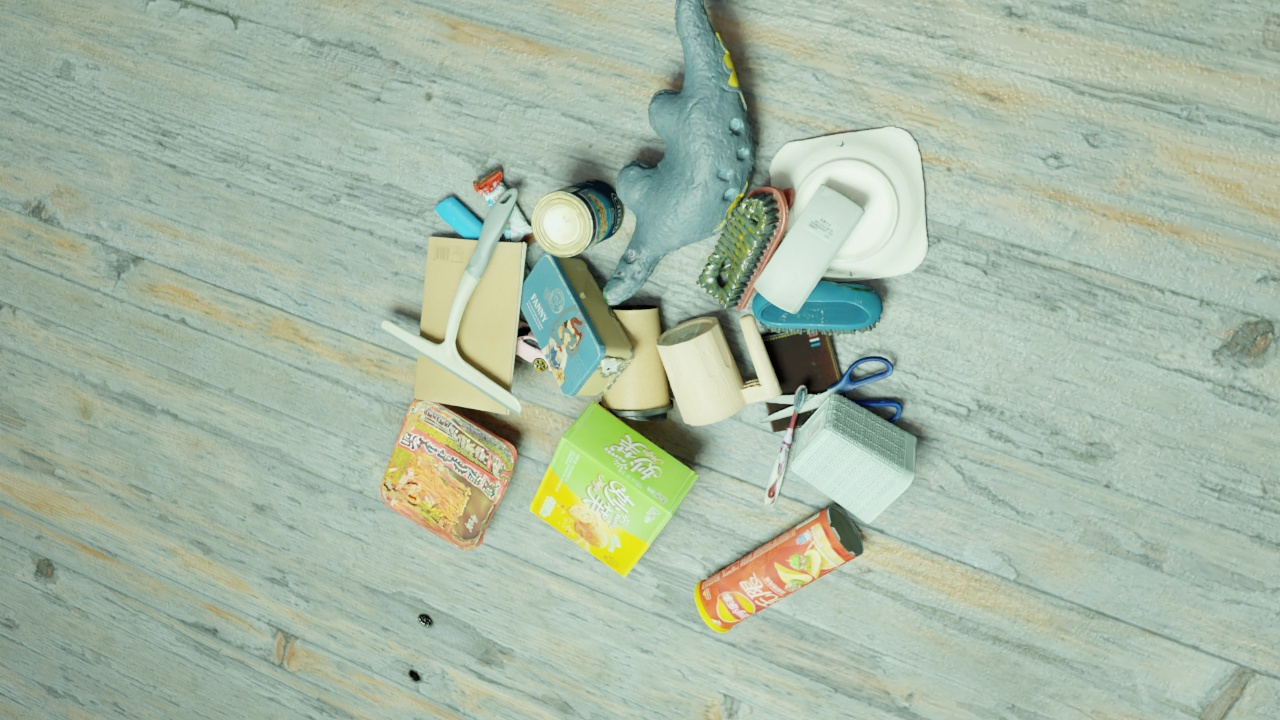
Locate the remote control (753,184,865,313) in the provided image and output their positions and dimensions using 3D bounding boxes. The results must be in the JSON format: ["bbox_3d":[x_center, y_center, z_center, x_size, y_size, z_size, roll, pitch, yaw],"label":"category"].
[{"bbox_3d":[0.178,-0.117,0.977,0.056,0.019,0.135,37,102,24],"label":"remote control"}]

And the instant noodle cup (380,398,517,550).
[{"bbox_3d":[-0.252,0.147,1.240,0.164,0.079,0.189,30,113,8],"label":"instant noodle cup"}]

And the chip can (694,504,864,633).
[{"bbox_3d":[0.168,0.259,1.139,0.217,0.073,0.073,-38,93,24],"label":"chip can"}]

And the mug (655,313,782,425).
[{"bbox_3d":[0.090,0.007,1.067,0.125,0.084,0.103,-15,109,23],"label":"mug"}]

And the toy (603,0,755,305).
[{"bbox_3d":[0.050,-0.210,1.005,0.138,0.091,0.357,15,116,-8],"label":"toy"}]

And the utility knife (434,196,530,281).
[{"bbox_3d":[-0.190,-0.146,1.156,0.166,0.018,0.034,41,128,1],"label":"utility knife"}]

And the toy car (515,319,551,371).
[{"bbox_3d":[-0.142,-0.026,1.158,0.122,0.056,0.037,28,118,9],"label":"toy car"}]

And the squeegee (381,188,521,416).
[{"bbox_3d":[-0.203,-0.095,1.112,0.246,0.039,0.247,29,104,25],"label":"squeegee"}]

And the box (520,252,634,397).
[{"bbox_3d":[-0.081,-0.047,1.088,0.090,0.059,0.184,-53,55,31],"label":"box"}]

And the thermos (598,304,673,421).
[{"bbox_3d":[-0.007,0.006,1.110,0.093,0.093,0.143,2,99,18],"label":"thermos"}]

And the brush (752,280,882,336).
[{"bbox_3d":[0.194,-0.062,1.017,0.144,0.073,0.055,3,70,17],"label":"brush"}]

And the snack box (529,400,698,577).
[{"bbox_3d":[-0.039,0.164,1.132,0.157,0.069,0.211,35,144,5],"label":"snack box"}]

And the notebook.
[{"bbox_3d":[-0.217,-0.047,1.149,0.150,0.012,0.211,8,94,27],"label":"notebook"}]

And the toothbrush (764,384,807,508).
[{"bbox_3d":[0.173,0.108,1.098,0.016,0.017,0.188,15,123,7],"label":"toothbrush"}]

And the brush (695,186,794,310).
[{"bbox_3d":[0.122,-0.129,1.016,0.063,0.069,0.146,43,130,23],"label":"brush"}]

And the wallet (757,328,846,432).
[{"bbox_3d":[0.187,0.021,1.082,0.096,0.020,0.122,-11,106,22],"label":"wallet"}]

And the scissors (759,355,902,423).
[{"bbox_3d":[0.222,0.052,1.069,0.146,0.012,0.170,42,117,-6],"label":"scissors"}]

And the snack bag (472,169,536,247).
[{"bbox_3d":[-0.166,-0.183,1.130,0.045,0.026,0.105,-28,98,15],"label":"snack bag"}]

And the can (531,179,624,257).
[{"bbox_3d":[-0.072,-0.165,1.057,0.075,0.111,0.075,6,109,17],"label":"can"}]

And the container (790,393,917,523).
[{"bbox_3d":[0.238,0.107,1.038,0.111,0.089,0.090,31,126,-3],"label":"container"}]

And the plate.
[{"bbox_3d":[0.225,-0.164,0.999,0.164,0.034,0.164,-5,105,20],"label":"plate"}]
